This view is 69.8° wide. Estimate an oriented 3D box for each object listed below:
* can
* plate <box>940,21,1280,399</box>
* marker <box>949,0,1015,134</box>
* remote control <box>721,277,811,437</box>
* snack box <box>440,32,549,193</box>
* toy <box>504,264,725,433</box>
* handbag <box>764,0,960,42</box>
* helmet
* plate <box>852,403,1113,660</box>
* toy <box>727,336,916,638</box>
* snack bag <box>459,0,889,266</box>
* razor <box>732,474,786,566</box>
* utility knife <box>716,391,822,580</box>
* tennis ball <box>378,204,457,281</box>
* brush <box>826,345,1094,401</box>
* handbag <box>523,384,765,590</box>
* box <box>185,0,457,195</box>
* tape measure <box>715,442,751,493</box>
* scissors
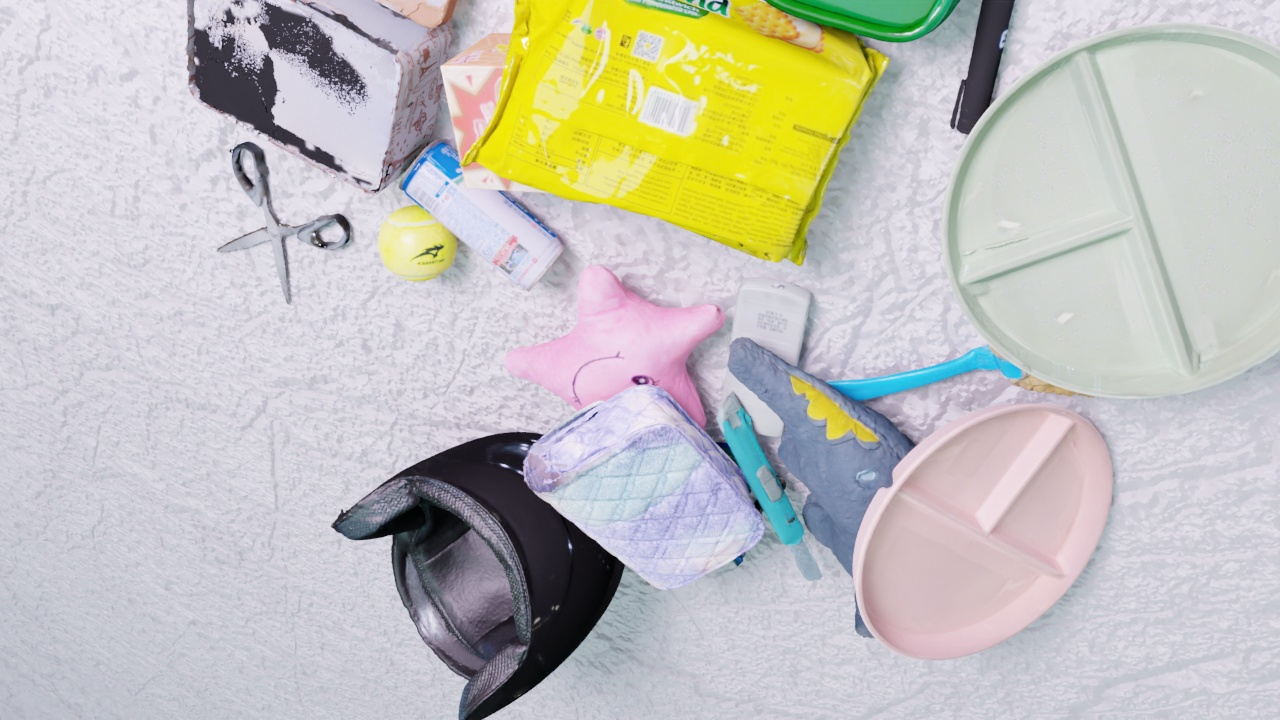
[{"bbox_3d":[-0.127,-0.117,0.748,0.134,0.053,0.053,40,130,-9],"label":"can"},{"bbox_3d":[0.306,-0.087,0.567,0.230,0.027,0.230,6,111,16],"label":"plate"},{"bbox_3d":[0.213,-0.203,0.560,0.022,0.020,0.132,8,128,10],"label":"marker"},{"bbox_3d":[0.101,-0.001,0.758,0.058,0.021,0.150,15,129,13],"label":"remote control"},{"bbox_3d":[-0.078,-0.179,0.665,0.094,0.076,0.093,7,127,18],"label":"snack box"},{"bbox_3d":[-0.005,0.005,0.774,0.178,0.074,0.195,37,130,-16],"label":"toy"},{"bbox_3d":[0.134,-0.254,0.532,0.131,0.067,0.120,21,123,9],"label":"handbag"},{"bbox_3d":[-0.140,0.194,0.877,0.233,0.229,0.276,55,146,12],"label":"helmet"},{"bbox_3d":[0.261,0.132,0.706,0.229,0.028,0.230,-8,116,-18],"label":"plate"},{"bbox_3d":[0.184,0.121,0.765,0.138,0.091,0.356,0,130,36],"label":"toy"},{"bbox_3d":[0.023,-0.158,0.585,0.246,0.068,0.158,14,122,-14],"label":"snack bag"},{"bbox_3d":[0.105,0.143,0.858,0.042,0.022,0.143,39,141,12],"label":"razor"},{"bbox_3d":[0.114,0.114,0.793,0.193,0.029,0.013,61,167,-15],"label":"utility knife"},{"bbox_3d":[-0.189,-0.100,0.781,0.065,0.065,0.066,12,128,15],"label":"tennis ball"},{"bbox_3d":[0.235,0.006,0.695,0.255,0.045,0.083,-14,119,36],"label":"brush"},{"bbox_3d":[0.009,0.111,0.778,0.134,0.075,0.194,-33,128,12],"label":"handbag"},{"bbox_3d":[-0.220,-0.273,0.653,0.178,0.088,0.263,29,132,1],"label":"box"},{"bbox_3d":[0.074,0.102,0.845,0.058,0.025,0.055,11,129,14],"label":"tape measure"},{"bbox_3d":[-0.348,-0.125,0.864,0.177,0.014,0.159,-10,120,30],"label":"scissors"}]
